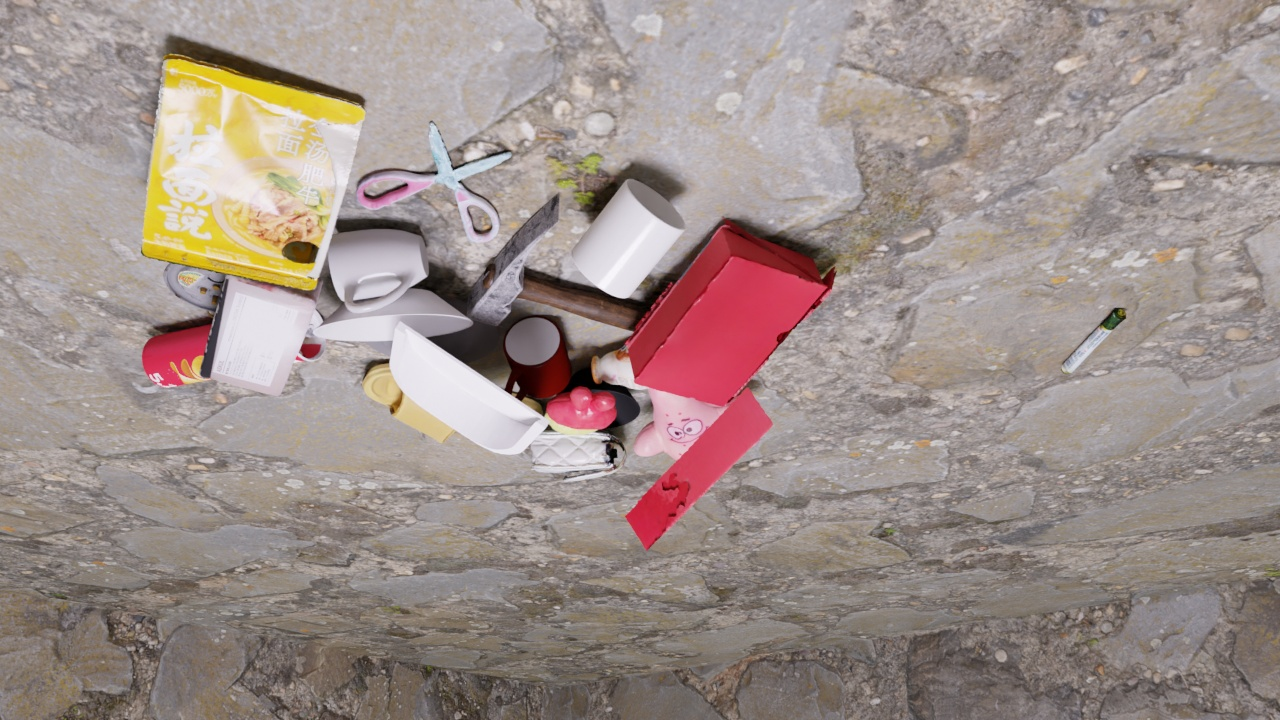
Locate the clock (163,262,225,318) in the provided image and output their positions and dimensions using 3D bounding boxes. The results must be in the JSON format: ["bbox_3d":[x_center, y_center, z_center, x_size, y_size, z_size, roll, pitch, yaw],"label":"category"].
[{"bbox_3d":[-0.461,-0.087,1.004,0.103,0.056,0.148,11,147,-22],"label":"clock"}]

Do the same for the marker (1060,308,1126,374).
[{"bbox_3d":[0.572,-0.022,1.165,0.017,0.017,0.147,1,152,-3],"label":"marker"}]

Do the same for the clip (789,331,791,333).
[{"bbox_3d":[0.177,-0.058,1.094,0.048,0.046,0.054,24,163,30],"label":"clip"}]

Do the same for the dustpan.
[{"bbox_3d":[-0.216,0.049,1.102,0.191,0.053,0.258,34,168,-6],"label":"dustpan"}]

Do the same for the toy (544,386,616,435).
[{"bbox_3d":[-0.075,0.066,1.180,0.091,0.045,0.135,10,156,-21],"label":"toy"}]

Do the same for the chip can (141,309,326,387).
[{"bbox_3d":[-0.497,-0.016,1.120,0.221,0.069,0.069,-10,150,18],"label":"chip can"}]

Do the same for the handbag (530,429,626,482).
[{"bbox_3d":[-0.088,0.140,1.340,0.139,0.072,0.195,0,174,1],"label":"handbag"}]

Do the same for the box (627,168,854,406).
[{"bbox_3d":[0.136,-0.100,1.116,0.148,0.373,0.214,37,127,0],"label":"box"}]

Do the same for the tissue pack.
[{"bbox_3d":[-0.406,-0.039,0.994,0.103,0.071,0.182,16,134,-22],"label":"tissue pack"}]

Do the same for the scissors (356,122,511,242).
[{"bbox_3d":[-0.190,-0.166,0.906,0.171,0.013,0.175,-16,146,21],"label":"scissors"}]

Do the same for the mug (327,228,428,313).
[{"bbox_3d":[-0.269,-0.090,0.948,0.089,0.107,0.071,-8,138,-3],"label":"mug"}]

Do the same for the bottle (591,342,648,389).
[{"bbox_3d":[-0.007,0.007,1.168,0.108,0.063,0.063,-7,151,11],"label":"bottle"}]

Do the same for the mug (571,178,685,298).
[{"bbox_3d":[-0.005,-0.121,0.912,0.091,0.074,0.110,-49,169,23],"label":"mug"}]

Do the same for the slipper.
[{"bbox_3d":[-0.260,0.075,1.280,0.263,0.078,0.100,15,150,-27],"label":"slipper"}]

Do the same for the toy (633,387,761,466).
[{"bbox_3d":[0.074,0.081,1.278,0.192,0.096,0.237,-22,138,19],"label":"toy"}]

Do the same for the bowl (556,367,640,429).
[{"bbox_3d":[-0.062,0.044,1.247,0.124,0.052,0.124,0,151,0],"label":"bowl"}]

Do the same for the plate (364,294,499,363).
[{"bbox_3d":[-0.267,-0.032,1.150,0.178,0.012,0.179,0,151,0],"label":"plate"}]

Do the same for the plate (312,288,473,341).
[{"bbox_3d":[-0.278,-0.054,1.033,0.174,0.036,0.174,-6,174,-1],"label":"plate"}]

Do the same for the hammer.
[{"bbox_3d":[-0.022,-0.075,1.048,0.300,0.037,0.218,15,148,-27],"label":"hammer"}]

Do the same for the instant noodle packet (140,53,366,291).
[{"bbox_3d":[-0.357,-0.172,0.840,0.163,0.084,0.222,12,142,-24],"label":"instant noodle packet"}]

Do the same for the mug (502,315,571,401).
[{"bbox_3d":[-0.136,0.009,1.132,0.073,0.105,0.083,29,158,18],"label":"mug"}]
